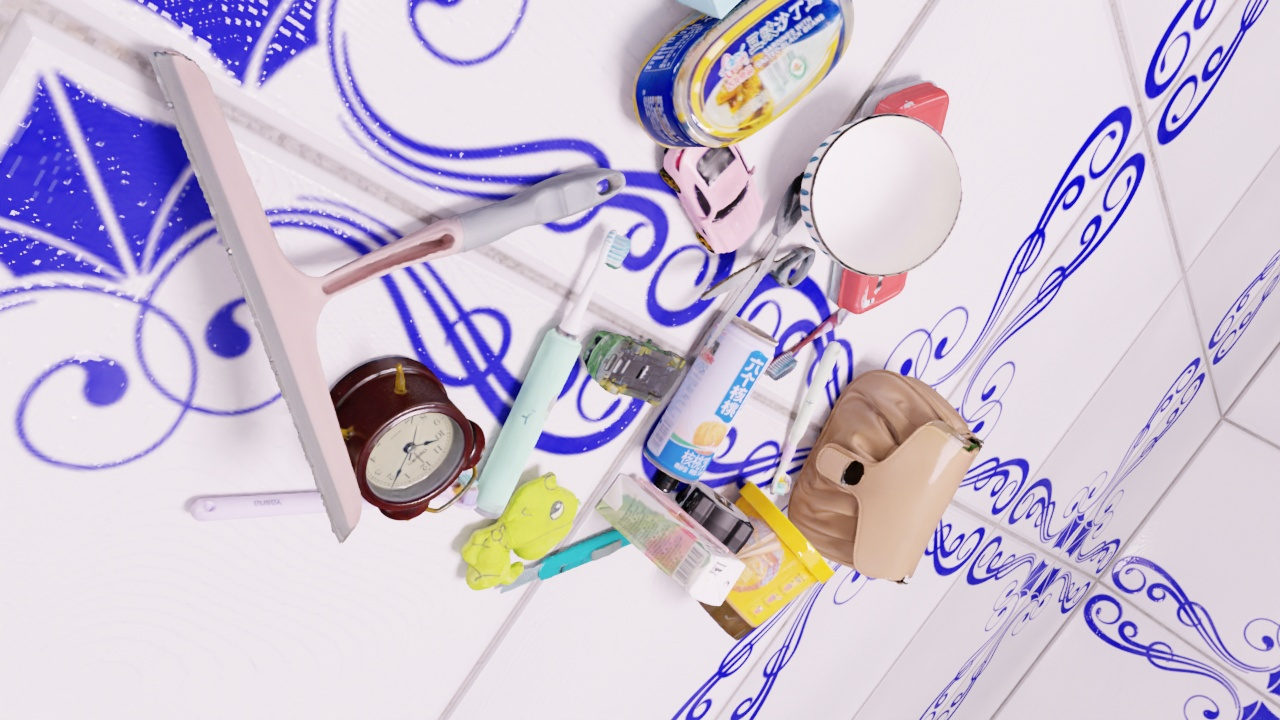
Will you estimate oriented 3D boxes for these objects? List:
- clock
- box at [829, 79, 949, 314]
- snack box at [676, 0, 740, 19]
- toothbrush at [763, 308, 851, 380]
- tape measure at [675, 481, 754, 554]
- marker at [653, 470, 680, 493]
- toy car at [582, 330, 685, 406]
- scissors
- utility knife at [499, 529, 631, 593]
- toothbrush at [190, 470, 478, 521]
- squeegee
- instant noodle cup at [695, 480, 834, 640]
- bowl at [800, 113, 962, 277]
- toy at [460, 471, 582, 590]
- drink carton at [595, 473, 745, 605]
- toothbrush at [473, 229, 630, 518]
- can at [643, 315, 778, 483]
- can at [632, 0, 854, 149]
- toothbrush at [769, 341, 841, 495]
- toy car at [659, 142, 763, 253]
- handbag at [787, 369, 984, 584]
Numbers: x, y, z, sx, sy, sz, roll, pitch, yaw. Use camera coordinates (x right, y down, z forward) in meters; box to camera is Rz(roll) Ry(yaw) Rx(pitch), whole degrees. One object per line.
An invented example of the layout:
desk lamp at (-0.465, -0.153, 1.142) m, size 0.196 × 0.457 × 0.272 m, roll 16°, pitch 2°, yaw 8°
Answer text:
clock at (-0.142, 0.052, 0.561) m, size 0.082 × 0.055 × 0.122 m, roll -42°, pitch 139°, yaw -12°
box at (0.208, -0.136, 0.780) m, size 0.086 × 0.047 × 0.201 m, roll -25°, pitch 135°, yaw -30°
snack box at (0.026, -0.271, 0.470) m, size 0.074 × 0.051 × 0.175 m, roll -45°, pitch 142°, yaw -7°
toothbrush at (0.186, -0.037, 0.849) m, size 0.187 × 0.017 × 0.016 m, roll -35°, pitch 140°, yaw -18°
tape measure at (0.065, 0.139, 0.830) m, size 0.065 × 0.066 × 0.033 m, roll 36°, pitch 94°, yaw -12°
marker at (0.052, 0.057, 0.789) m, size 0.022 × 0.020 × 0.132 m, roll 22°, pitch 104°, yaw -35°
toy car at (-0.004, 0.004, 0.676) m, size 0.091 × 0.036 × 0.043 m, roll 21°, pitch 103°, yaw -50°
scissors at (0.097, -0.074, 0.702) m, size 0.177 × 0.014 × 0.159 m, roll 7°, pitch 105°, yaw -61°
utility knife at (-0.041, 0.164, 0.789) m, size 0.186 × 0.013 × 0.029 m, roll -15°, pitch 129°, yaw -37°
toothbrush at (-0.184, 0.088, 0.579) m, size 0.188 × 0.029 × 0.021 m, roll 3°, pitch 155°, yaw -45°
squeegee at (-0.106, -0.067, 0.512) m, size 0.248 × 0.040 × 0.248 m, roll -29°, pitch 118°, yaw -36°
instant noodle cup at (0.106, 0.197, 0.886) m, size 0.114 × 0.118 × 0.118 m, roll -43°, pitch 142°, yaw 1°
bowl at (0.172, -0.124, 0.688) m, size 0.116 × 0.066 × 0.116 m, roll -2°, pitch 103°, yaw -9°
toy at (-0.090, 0.131, 0.698) m, size 0.100 × 0.031 × 0.097 m, roll -22°, pitch 134°, yaw -26°
drink carton at (0.024, 0.143, 0.748) m, size 0.045 × 0.122 × 0.053 m, roll -55°, pitch 140°, yaw 2°
toothbrush at (-0.064, 0.012, 0.631) m, size 0.225 × 0.027 × 0.026 m, roll -64°, pitch 178°, yaw 15°
can at (0.057, 0.031, 0.745) m, size 0.053 × 0.053 × 0.135 m, roll 15°, pitch 109°, yaw -50°
can at (0.065, -0.185, 0.562) m, size 0.148 × 0.049 × 0.074 m, roll -40°, pitch 120°, yaw -17°
toothbrush at (0.160, 0.059, 0.891) m, size 0.029 × 0.020 × 0.190 m, roll -21°, pitch 138°, yaw -39°
toy car at (0.055, -0.118, 0.637) m, size 0.056 × 0.037 × 0.122 m, roll -45°, pitch 143°, yaw -5°
handbag at (0.237, 0.115, 0.918) m, size 0.099 × 0.148 × 0.205 m, roll 8°, pitch 110°, yaw -50°
